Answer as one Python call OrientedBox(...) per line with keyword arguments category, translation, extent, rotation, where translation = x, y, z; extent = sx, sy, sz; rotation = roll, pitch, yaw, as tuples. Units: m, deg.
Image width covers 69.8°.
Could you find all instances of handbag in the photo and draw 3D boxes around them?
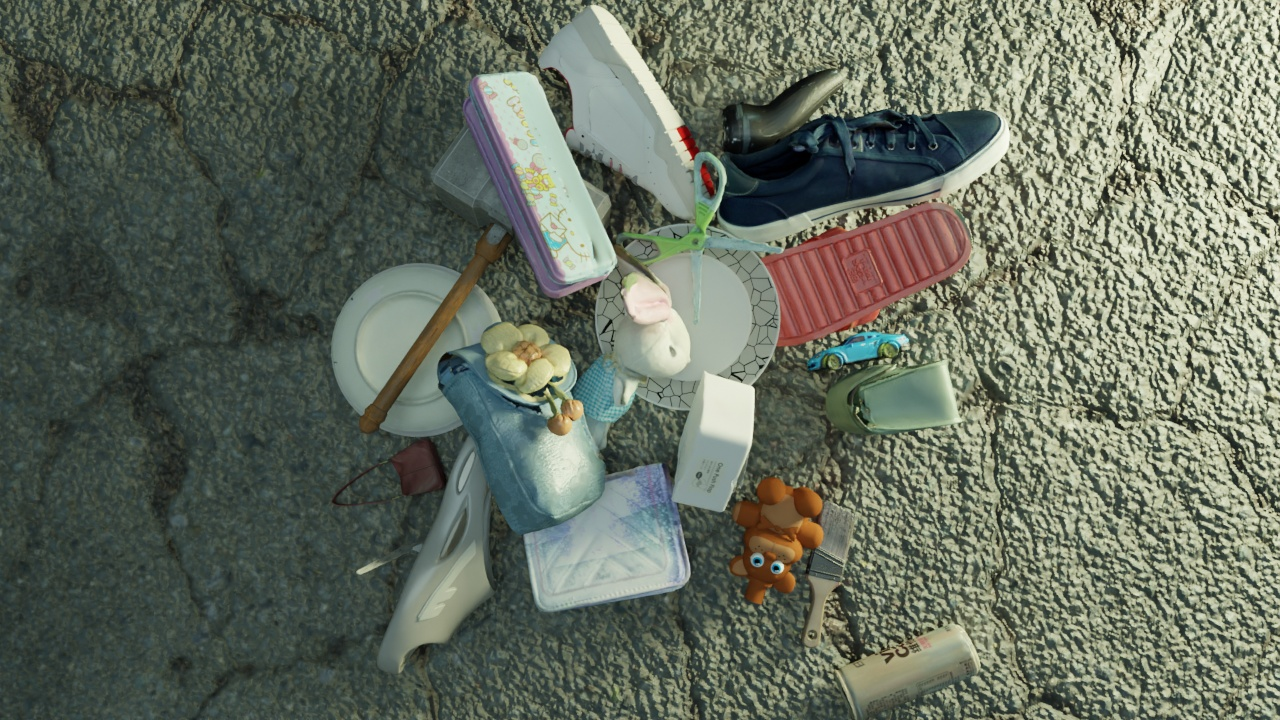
OrientedBox(category="handbag", translation=(-0.264, 0.125, 0.946), extent=(0.120, 0.029, 0.055), rotation=(-21, 86, 5))
OrientedBox(category="handbag", translation=(0.243, 0.036, 0.896), extent=(0.106, 0.122, 0.067), rotation=(-11, 87, 0))
OrientedBox(category="handbag", translation=(-0.099, 0.056, 0.851), extent=(0.119, 0.121, 0.192), rotation=(-34, 77, 39))
OrientedBox(category="handbag", translation=(-0.036, 0.179, 0.924), extent=(0.158, 0.069, 0.126), rotation=(-11, 74, -1))

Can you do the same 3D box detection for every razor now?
OrientedBox(category="razor", translation=(0.142, -0.259, 0.944), extent=(0.140, 0.053, 0.063), rotation=(-35, 86, -3))

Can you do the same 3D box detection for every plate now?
OrientedBox(category="plate", translation=(0.048, -0.044, 0.937), extent=(0.189, 0.016, 0.188), rotation=(1, 96, 12))
OrientedBox(category="plate", translation=(-0.232, -0.012, 0.944), extent=(0.182, 0.034, 0.182), rotation=(0, 88, 0))

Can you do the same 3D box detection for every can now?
OrientedBox(category="can", translation=(0.267, 0.312, 0.919), extent=(0.135, 0.054, 0.054), rotation=(-21, 88, 0))

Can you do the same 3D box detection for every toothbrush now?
OrientedBox(category="toothbrush", translation=(-0.230, 0.186, 0.864), extent=(0.010, 0.181, 0.010), rotation=(20, 91, 6))

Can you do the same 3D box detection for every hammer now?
OrientedBox(category="hammer", translation=(-0.180, -0.063, 0.900), extent=(0.163, 0.083, 0.317), rotation=(32, 80, 1))

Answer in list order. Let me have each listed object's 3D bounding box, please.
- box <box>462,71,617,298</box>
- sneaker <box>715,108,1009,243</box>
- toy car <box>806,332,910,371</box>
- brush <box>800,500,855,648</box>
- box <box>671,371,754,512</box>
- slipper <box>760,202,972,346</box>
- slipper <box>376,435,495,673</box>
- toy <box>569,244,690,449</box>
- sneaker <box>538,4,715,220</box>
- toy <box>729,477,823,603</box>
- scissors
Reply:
OrientedBox(category="box", translation=(-0.093, -0.167, 0.854), extent=(0.078, 0.065, 0.214), rotation=(-22, 83, -21))
OrientedBox(category="sneaker", translation=(0.212, -0.209, 0.887), extent=(0.294, 0.127, 0.120), rotation=(-15, 44, 3))
OrientedBox(category="toy car", translation=(0.220, -0.010, 0.934), extent=(0.105, 0.048, 0.032), rotation=(-14, 88, 1))
OrientedBox(category="brush", translation=(0.189, 0.221, 0.944), extent=(0.039, 0.012, 0.151), rotation=(14, 88, 0))
OrientedBox(category="box", translation=(0.087, 0.084, 0.896), extent=(0.091, 0.102, 0.107), rotation=(17, 127, -2))
OrientedBox(category="slipper", translation=(0.208, -0.085, 0.932), extent=(0.249, 0.059, 0.103), rotation=(-19, 89, 14))
OrientedBox(category="slipper", translation=(-0.171, 0.189, 0.905), extent=(0.080, 0.113, 0.265), rotation=(22, 82, -1))
OrientedBox(category="toy", translation=(-0.005, 0.005, 0.900), extent=(0.105, 0.131, 0.206), rotation=(15, 111, -10))
OrientedBox(category="sneaker", translation=(-0.020, -0.231, 0.935), extent=(0.104, 0.090, 0.236), rotation=(-31, 98, 22))
OrientedBox(category="toy", translation=(0.132, 0.183, 0.922), extent=(0.095, 0.065, 0.128), rotation=(18, 93, 7))
OrientedBox(category="scissors", translation=(0.055, -0.117, 0.896), extent=(0.171, 0.021, 0.172), rotation=(5, 106, 18))
